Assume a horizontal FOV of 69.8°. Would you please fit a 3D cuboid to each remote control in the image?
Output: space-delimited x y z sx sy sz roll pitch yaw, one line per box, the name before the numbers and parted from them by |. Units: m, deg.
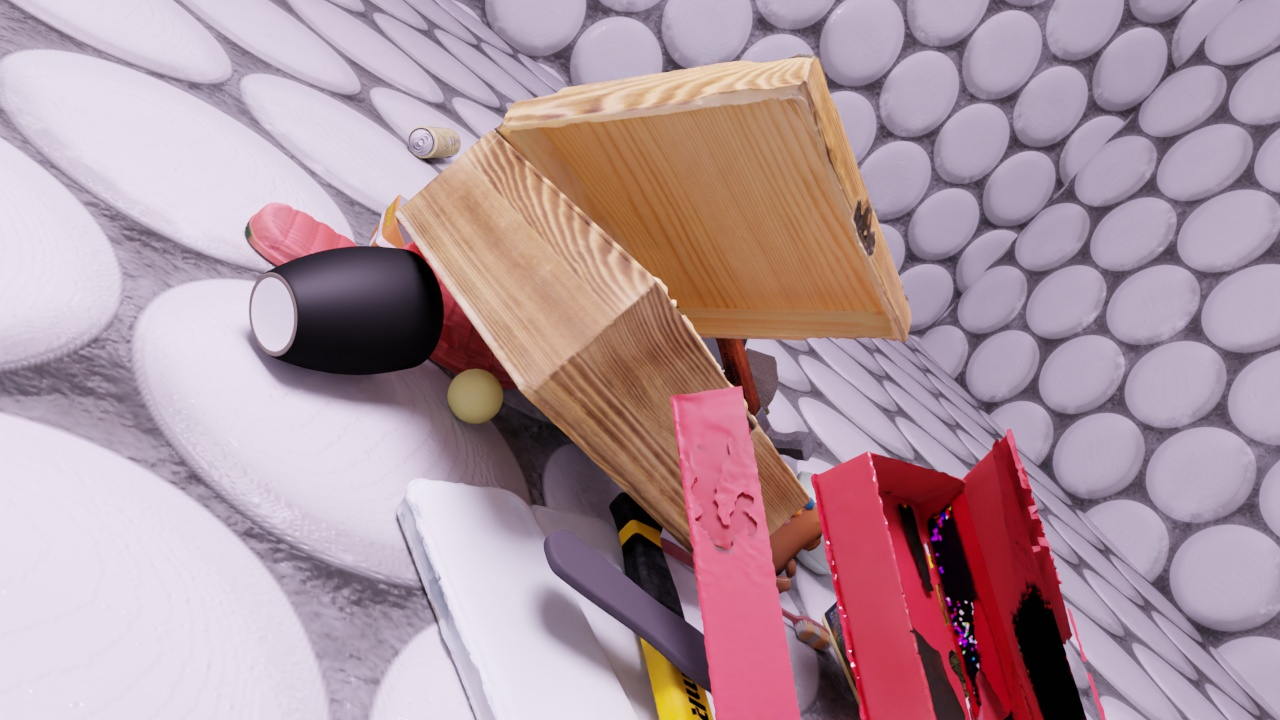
remote control | -0.003 0.135 0.498 0.124 0.009 0.046 39 12 -7

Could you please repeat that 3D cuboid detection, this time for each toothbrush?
toothbrush | 0.082 0.186 0.734 0.184 0.015 0.015 33 21 -17

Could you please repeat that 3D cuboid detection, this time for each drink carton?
drink carton | -0.177 -0.087 0.820 0.124 0.049 0.076 32 19 -25

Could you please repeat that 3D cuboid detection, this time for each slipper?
slipper | -0.183 -0.062 0.729 0.248 0.059 0.103 32 19 -21

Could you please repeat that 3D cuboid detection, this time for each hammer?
hammer | 0.076 -0.037 0.839 0.028 0.111 0.301 -46 128 -42
hammer | 0.015 0.170 0.522 0.170 0.034 0.324 37 13 -22

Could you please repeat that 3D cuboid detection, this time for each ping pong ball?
ping pong ball | -0.120 0.026 0.666 0.040 0.040 0.040 36 17 -13

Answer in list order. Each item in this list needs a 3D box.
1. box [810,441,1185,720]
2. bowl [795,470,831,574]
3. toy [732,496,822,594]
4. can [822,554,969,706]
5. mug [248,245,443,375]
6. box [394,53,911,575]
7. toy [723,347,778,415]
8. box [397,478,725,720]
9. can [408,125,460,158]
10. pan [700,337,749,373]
box | 0.350 0.182 0.669 0.466 0.138 0.214 6 58 -21
bowl | 0.181 0.170 0.901 0.117 0.061 0.117 36 18 -14
toy | 0.105 0.138 0.756 0.103 0.090 0.070 53 5 -39
can | 0.221 0.230 0.760 0.072 0.101 0.130 33 18 -21
mug | -0.205 -0.035 0.600 0.119 0.085 0.100 15 13 34
box | 0.026 -0.062 0.668 0.269 0.264 0.279 45 -2 43
toy | 0.095 0.012 1.092 0.152 0.078 0.179 29 33 -18
box | -0.035 0.156 0.531 0.189 0.038 0.209 19 27 -43
can | -0.256 -0.271 1.141 0.038 0.038 0.079 40 17 1
pan | 0.048 0.007 0.982 0.203 0.044 0.355 -7 61 -27
